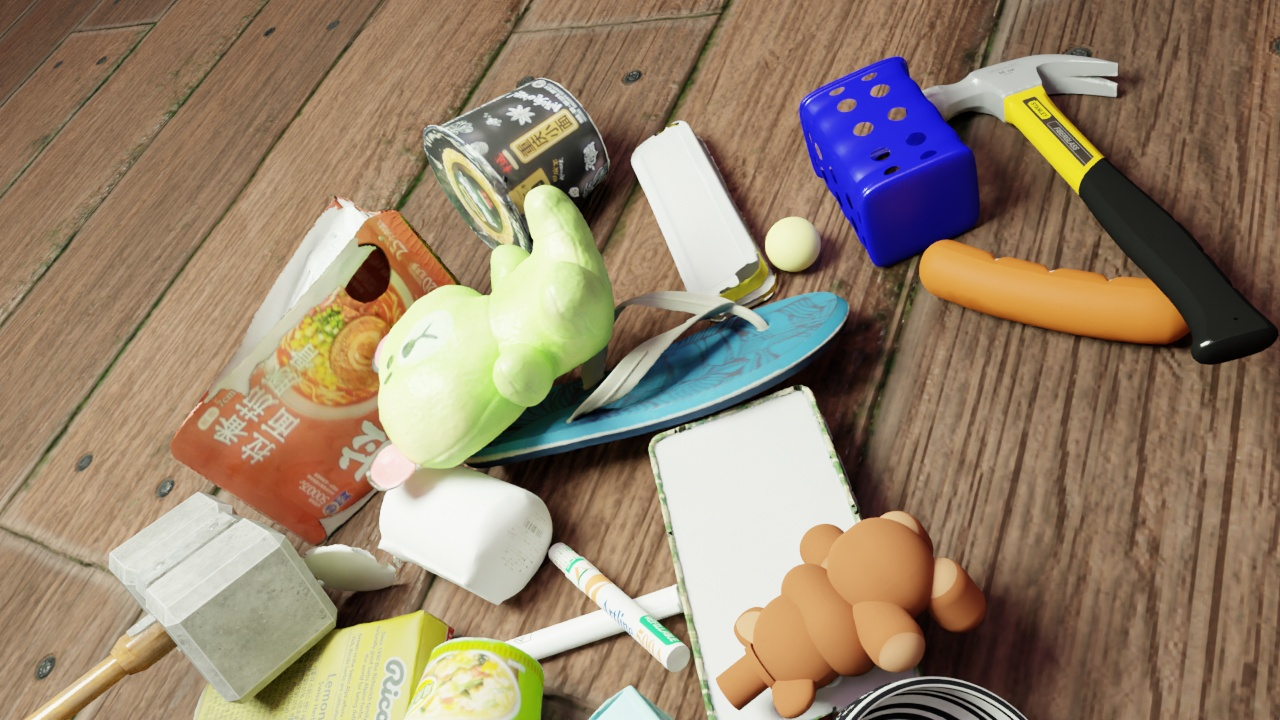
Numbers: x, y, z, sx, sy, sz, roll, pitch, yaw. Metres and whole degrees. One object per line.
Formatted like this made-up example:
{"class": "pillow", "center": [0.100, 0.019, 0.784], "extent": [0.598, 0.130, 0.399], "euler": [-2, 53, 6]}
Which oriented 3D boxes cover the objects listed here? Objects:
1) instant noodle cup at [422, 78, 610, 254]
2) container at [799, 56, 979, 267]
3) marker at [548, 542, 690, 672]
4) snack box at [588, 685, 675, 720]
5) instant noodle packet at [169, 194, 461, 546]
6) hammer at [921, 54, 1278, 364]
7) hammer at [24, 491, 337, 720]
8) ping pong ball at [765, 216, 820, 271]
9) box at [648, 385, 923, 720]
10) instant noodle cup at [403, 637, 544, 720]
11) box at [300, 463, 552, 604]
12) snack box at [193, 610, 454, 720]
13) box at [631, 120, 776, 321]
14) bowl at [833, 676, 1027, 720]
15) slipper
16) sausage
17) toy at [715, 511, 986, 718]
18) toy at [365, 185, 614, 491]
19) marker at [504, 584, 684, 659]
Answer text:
{"class": "instant noodle cup", "center": [-0.101, -0.170, 0.788], "extent": [0.112, 0.137, 0.137], "euler": [-41, 48, -18]}
{"class": "container", "center": [0.177, -0.141, 0.653], "extent": [0.085, 0.084, 0.113], "euler": [-24, 50, 7]}
{"class": "marker", "center": [-0.018, 0.145, 0.558], "extent": [0.017, 0.017, 0.145], "euler": [-48, 33, -12]}
{"class": "snack box", "center": [0.040, 0.243, 0.444], "extent": [0.053, 0.075, 0.175], "euler": [-42, 48, -9]}
{"class": "instant noodle packet", "center": [-0.227, 0.013, 0.687], "extent": [0.084, 0.164, 0.220], "euler": [18, 65, 33]}
{"class": "hammer", "center": [0.290, -0.113, 0.582], "extent": [0.127, 0.029, 0.323], "euler": [-18, 41, 7]}
{"class": "hammer", "center": [-0.365, 0.220, 0.567], "extent": [0.163, 0.083, 0.316], "euler": [6, 38, 49]}
{"class": "ping pong ball", "center": [0.112, -0.085, 0.673], "extent": [0.040, 0.040, 0.040], "euler": [-13, 51, 17]}
{"class": "box", "center": [0.079, 0.118, 0.535], "extent": [0.118, 0.051, 0.205], "euler": [-21, 50, 7]}
{"class": "instant noodle cup", "center": [-0.098, 0.221, 0.516], "extent": [0.099, 0.099, 0.107], "euler": [-13, 38, 18]}
{"class": "box", "center": [-0.149, 0.125, 0.624], "extent": [0.156, 0.084, 0.125], "euler": [17, 72, 36]}
{"class": "snack box", "center": [-0.213, 0.238, 0.594], "extent": [0.181, 0.045, 0.121], "euler": [-15, 49, 19]}
{"class": "box", "center": [0.047, -0.116, 0.738], "extent": [0.064, 0.037, 0.209], "euler": [-30, 48, 11]}
{"class": "bowl", "center": [0.128, 0.211, 0.420], "extent": [0.120, 0.066, 0.120], "euler": [4, 66, -9]}
{"class": "slipper", "center": [-0.004, 0.004, 0.629], "extent": [0.295, 0.060, 0.118], "euler": [-19, 25, 16]}
{"class": "sausage", "center": [0.253, -0.042, 0.571], "extent": [0.164, 0.039, 0.044], "euler": [18, 62, 35]}
{"class": "toy", "center": [0.097, 0.130, 0.452], "extent": [0.128, 0.065, 0.095], "euler": [-40, 31, 4]}
{"class": "toy", "center": [-0.097, -0.010, 0.613], "extent": [0.197, 0.107, 0.150], "euler": [-40, 43, 25]}
{"class": "marker", "center": [-0.035, 0.169, 0.572], "extent": [0.134, 0.017, 0.020], "euler": [-21, 12, 11]}
